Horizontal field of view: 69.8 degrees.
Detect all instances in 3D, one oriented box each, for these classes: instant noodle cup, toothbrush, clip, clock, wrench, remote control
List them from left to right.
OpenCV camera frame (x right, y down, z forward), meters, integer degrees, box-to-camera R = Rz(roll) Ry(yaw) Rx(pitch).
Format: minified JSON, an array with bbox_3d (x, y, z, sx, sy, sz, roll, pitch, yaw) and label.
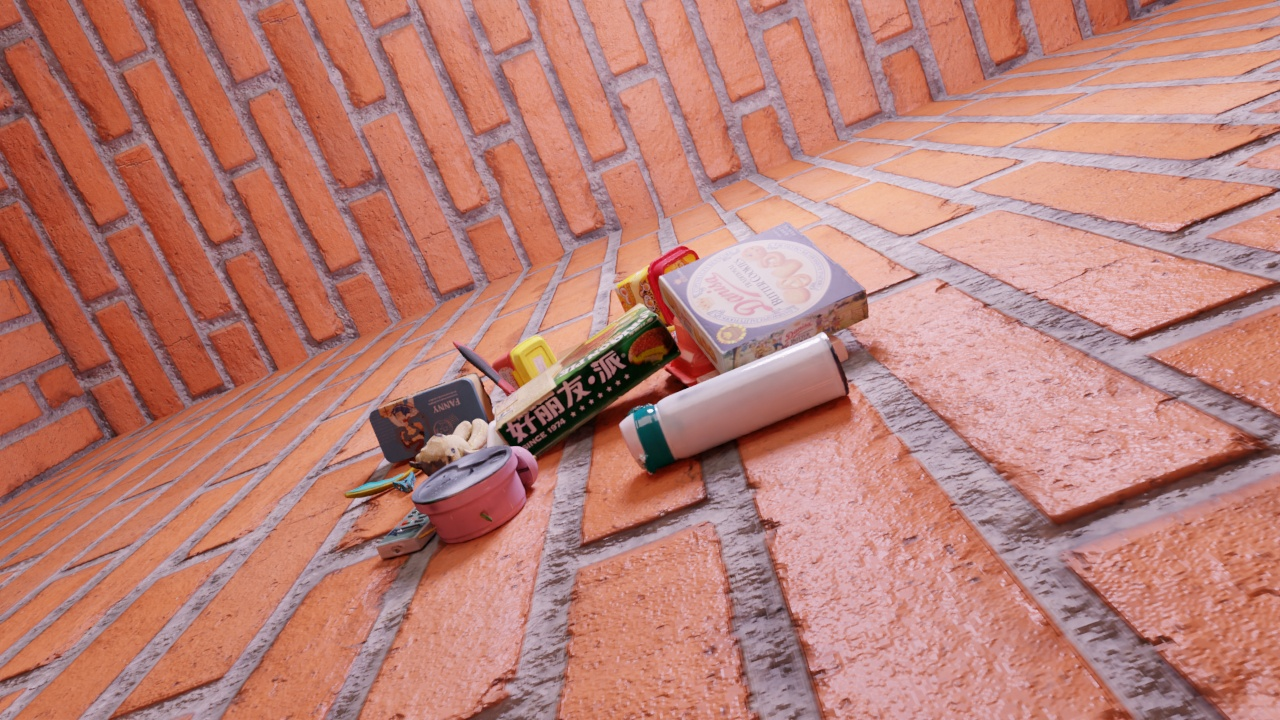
[{"bbox_3d":[-0.310,0.163,1.213,0.034,0.013,0.055,-29,16,-20],"label":"clip"},{"bbox_3d":[-0.242,0.177,1.036,0.056,0.019,0.134,-17,15,22],"label":"remote control"},{"bbox_3d":[-0.174,0.137,0.998,0.117,0.060,0.158,-18,16,22],"label":"clock"},{"bbox_3d":[-0.185,0.099,1.184,0.027,0.026,0.221,-51,17,8],"label":"toothbrush"},{"bbox_3d":[-0.206,0.029,1.321,0.016,0.056,0.273,-57,41,3],"label":"wrench"},{"bbox_3d":[0.034,-0.111,1.483,0.124,0.116,0.115,-11,18,47],"label":"instant noodle cup"},{"bbox_3d":[0.115,-0.039,1.161,0.188,0.079,0.164,-26,14,-9],"label":"instant noodle cup"}]

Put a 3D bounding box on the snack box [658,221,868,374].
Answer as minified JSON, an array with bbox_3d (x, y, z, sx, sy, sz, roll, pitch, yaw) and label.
[{"bbox_3d":[0.139,-0.074,1.064,0.182,0.046,0.178,-24,40,-8],"label":"snack box"}]

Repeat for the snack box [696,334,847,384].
[{"bbox_3d":[0.146,0.009,1.036,0.157,0.026,0.084,-24,14,-2],"label":"snack box"}]

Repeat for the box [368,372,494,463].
[{"bbox_3d":[-0.296,0.081,1.339,0.184,0.090,0.063,-21,8,13],"label":"box"}]

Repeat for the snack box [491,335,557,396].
[{"bbox_3d":[-0.172,0.020,1.378,0.080,0.091,0.081,-19,13,44],"label":"snack box"}]

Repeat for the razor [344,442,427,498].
[{"bbox_3d":[-0.337,0.157,1.245,0.132,0.028,0.043,-27,-21,-19],"label":"razor"}]

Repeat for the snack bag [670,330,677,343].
[{"bbox_3d":[0.080,-0.039,1.319,0.104,0.026,0.048,-11,10,43],"label":"snack bag"}]

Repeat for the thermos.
[{"bbox_3d":[0.089,0.043,0.913,0.224,0.073,0.073,-22,14,4],"label":"thermos"}]

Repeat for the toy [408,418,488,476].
[{"bbox_3d":[-0.238,0.112,1.181,0.105,0.066,0.157,2,13,10],"label":"toy"}]

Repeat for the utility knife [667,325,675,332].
[{"bbox_3d":[0.067,-0.049,1.375,0.191,0.033,0.015,-13,61,34],"label":"utility knife"}]

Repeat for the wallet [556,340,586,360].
[{"bbox_3d":[-0.072,-0.020,1.483,0.132,0.031,0.108,-23,10,-2],"label":"wallet"}]

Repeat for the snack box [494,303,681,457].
[{"bbox_3d":[-0.070,0.025,1.150,0.240,0.063,0.114,-35,15,-2],"label":"snack box"}]
